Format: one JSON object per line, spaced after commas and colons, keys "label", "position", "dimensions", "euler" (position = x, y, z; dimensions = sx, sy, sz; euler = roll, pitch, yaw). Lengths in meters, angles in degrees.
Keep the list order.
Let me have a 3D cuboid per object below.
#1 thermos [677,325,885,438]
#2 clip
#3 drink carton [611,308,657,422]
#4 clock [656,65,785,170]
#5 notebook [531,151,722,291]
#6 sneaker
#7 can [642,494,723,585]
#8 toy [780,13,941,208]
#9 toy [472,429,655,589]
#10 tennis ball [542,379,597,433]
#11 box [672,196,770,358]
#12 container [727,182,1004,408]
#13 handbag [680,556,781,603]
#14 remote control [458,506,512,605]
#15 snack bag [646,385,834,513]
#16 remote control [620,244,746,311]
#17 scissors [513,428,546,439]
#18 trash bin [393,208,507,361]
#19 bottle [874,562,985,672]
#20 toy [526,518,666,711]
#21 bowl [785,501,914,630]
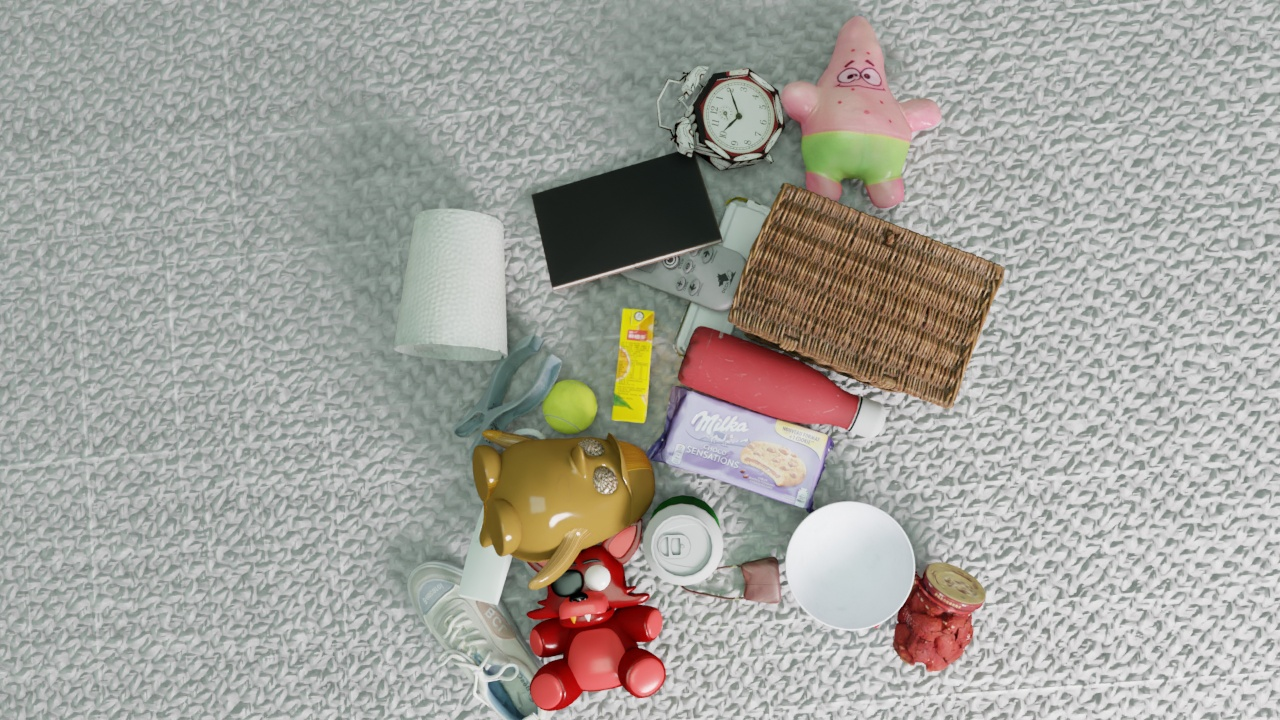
{"label": "thermos", "position": [0.165, 0.031, 1.056], "dimensions": [0.240, 0.073, 0.073], "euler": [20, 89, 4]}
{"label": "clip", "position": [-0.151, 0.057, 1.092], "dimensions": [0.167, 0.028, 0.127], "euler": [-53, 44, 4]}
{"label": "drink carton", "position": [-0.007, 0.006, 1.103], "dimensions": [0.043, 0.058, 0.134], "euler": [5, 87, 2]}
{"label": "clock", "position": [0.092, -0.292, 1.105], "dimensions": [0.154, 0.065, 0.114], "euler": [11, 88, -11]}
{"label": "notebook", "position": [-0.020, -0.174, 1.113], "dimensions": [0.209, 0.008, 0.141], "euler": [-16, 64, 3]}
{"label": "sneaker", "position": [-0.190, 0.336, 1.084], "dimensions": [0.089, 0.090, 0.242], "euler": [-42, 85, 2]}
{"label": "can", "position": [0.049, 0.202, 1.049], "dimensions": [0.088, 0.140, 0.087], "euler": [0, 87, 4]}
{"label": "toy", "position": [0.257, -0.300, 1.086], "dimensions": [0.192, 0.097, 0.236], "euler": [4, 80, -4]}
{"label": "toy", "position": [-0.077, 0.147, 1.042], "dimensions": [0.203, 0.163, 0.198], "euler": [-9, 57, -23]}
{"label": "tennis ball", "position": [-0.085, 0.056, 1.103], "dimensions": [0.065, 0.065, 0.065], "euler": [0, 87, 4]}
{"label": "box", "position": [0.101, -0.096, 1.115], "dimensions": [0.064, 0.033, 0.209], "euler": [20, 90, 2]}
{"label": "container", "position": [0.233, -0.062, 1.027], "dimensions": [0.250, 0.183, 0.162], "euler": [22, 88, 4]}
{"label": "handbag", "position": [0.107, 0.266, 1.102], "dimensions": [0.120, 0.029, 0.055], "euler": [-5, 89, 9]}
{"label": "remote control", "position": [-0.175, 0.213, 1.093], "dimensions": [0.050, 0.024, 0.143], "euler": [7, 65, 18]}
{"label": "snack bag", "position": [0.119, 0.105, 1.092], "dimensions": [0.205, 0.058, 0.096], "euler": [19, 86, 7]}
{"label": "remote control", "position": [0.053, -0.113, 1.102], "dimensions": [0.151, 0.019, 0.074], "euler": [22, 90, 23]}
{"label": "scissors", "position": [-0.101, 0.109, 1.109], "dimensions": [0.133, 0.012, 0.097], "euler": [-11, 121, 4]}
{"label": "trash bin", "position": [-0.220, -0.088, 1.092], "dimensions": [0.133, 0.133, 0.161], "euler": [2, 82, 4]}
{"label": "bottle", "position": [0.332, 0.291, 1.051], "dimensions": [0.099, 0.098, 0.111], "euler": [18, 115, 4]}
{"label": "toy", "position": [-0.058, 0.295, 1.070], "dimensions": [0.158, 0.120, 0.197], "euler": [-11, 78, 7]}
{"label": "bowl", "position": [0.238, 0.233, 1.068], "dimensions": [0.144, 0.074, 0.144], "euler": [0, 87, 4]}
